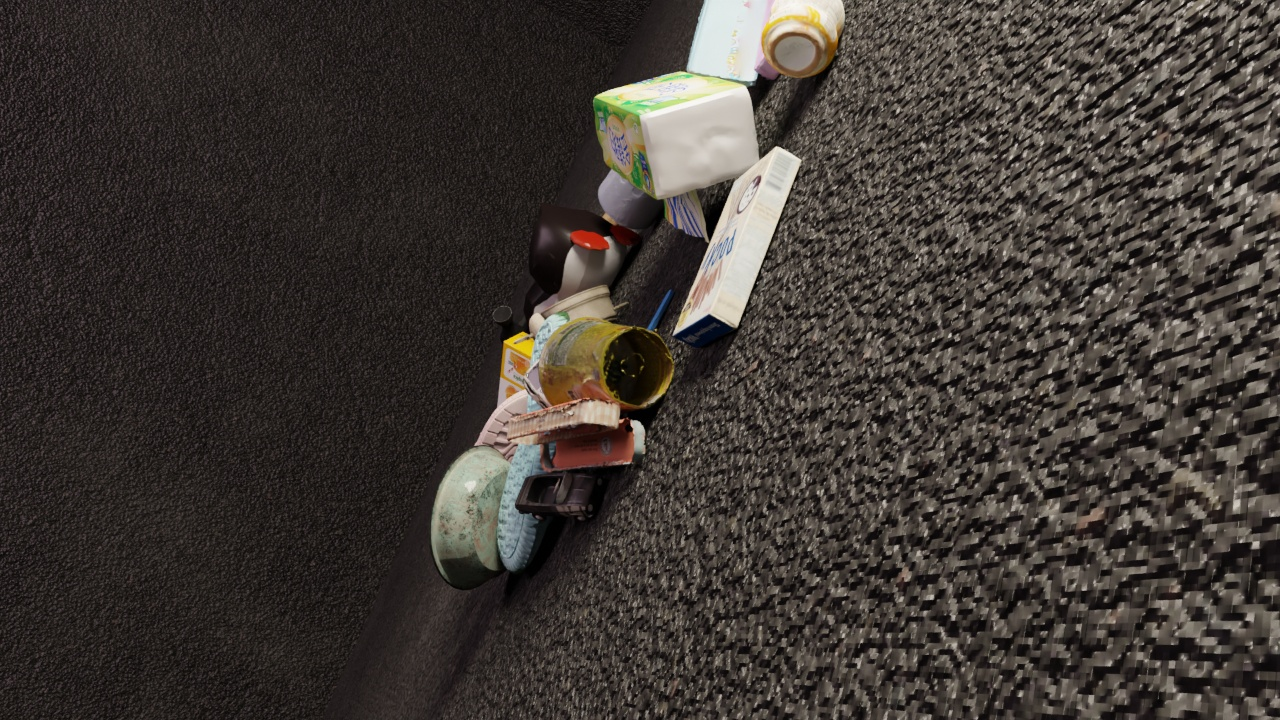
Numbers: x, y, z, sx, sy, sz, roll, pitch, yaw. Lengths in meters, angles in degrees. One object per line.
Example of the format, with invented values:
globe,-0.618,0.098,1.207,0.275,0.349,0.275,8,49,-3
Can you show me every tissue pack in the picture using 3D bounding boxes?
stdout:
tissue pack,0.034,-0.189,0.879,0.197,0.120,0.141,-113,8,-65

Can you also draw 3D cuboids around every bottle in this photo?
bottle,0.140,-0.288,0.768,0.063,0.063,0.108,-47,18,54

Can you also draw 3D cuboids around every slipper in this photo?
slipper,-0.091,0.086,0.956,0.116,0.069,0.276,164,117,-68
slipper,-0.162,0.131,1.100,0.240,0.094,0.064,-64,17,15

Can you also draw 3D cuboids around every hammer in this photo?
hammer,-0.102,-0.132,1.368,0.304,0.040,0.132,-54,-28,-21

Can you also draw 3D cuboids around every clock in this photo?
clock,-0.088,-0.043,1.110,0.140,0.054,0.093,-24,-3,-22

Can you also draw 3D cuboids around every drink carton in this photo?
drink carton,-0.160,0.030,1.270,0.040,0.058,0.123,-32,-38,-48

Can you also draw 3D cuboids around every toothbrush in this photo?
toothbrush,-0.005,0.005,0.903,0.166,0.014,0.016,-61,12,-5

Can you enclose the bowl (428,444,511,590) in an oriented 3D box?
bowl,-0.164,0.172,0.997,0.157,0.039,0.157,-9,-80,-62

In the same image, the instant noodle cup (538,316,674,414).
instant noodle cup,-0.025,0.008,0.803,0.108,0.102,0.102,-3,61,65

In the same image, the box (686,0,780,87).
box,0.126,-0.365,0.975,0.140,0.062,0.213,-14,40,27

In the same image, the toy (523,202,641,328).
toy,-0.105,-0.110,1.248,0.158,0.140,0.184,-20,-43,-52

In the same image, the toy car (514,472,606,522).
toy car,-0.075,0.121,0.831,0.092,0.037,0.040,-6,51,37

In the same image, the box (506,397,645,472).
box,-0.064,0.068,0.804,0.054,0.076,0.187,-35,8,-29

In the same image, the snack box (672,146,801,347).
snack box,0.074,-0.086,0.715,0.149,0.026,0.082,-67,13,-17

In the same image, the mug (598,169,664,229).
mug,0.017,-0.238,1.164,0.123,0.084,0.104,-39,-7,-42

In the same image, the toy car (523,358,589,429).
toy car,-0.068,0.039,0.880,0.048,0.113,0.040,-48,-24,0
